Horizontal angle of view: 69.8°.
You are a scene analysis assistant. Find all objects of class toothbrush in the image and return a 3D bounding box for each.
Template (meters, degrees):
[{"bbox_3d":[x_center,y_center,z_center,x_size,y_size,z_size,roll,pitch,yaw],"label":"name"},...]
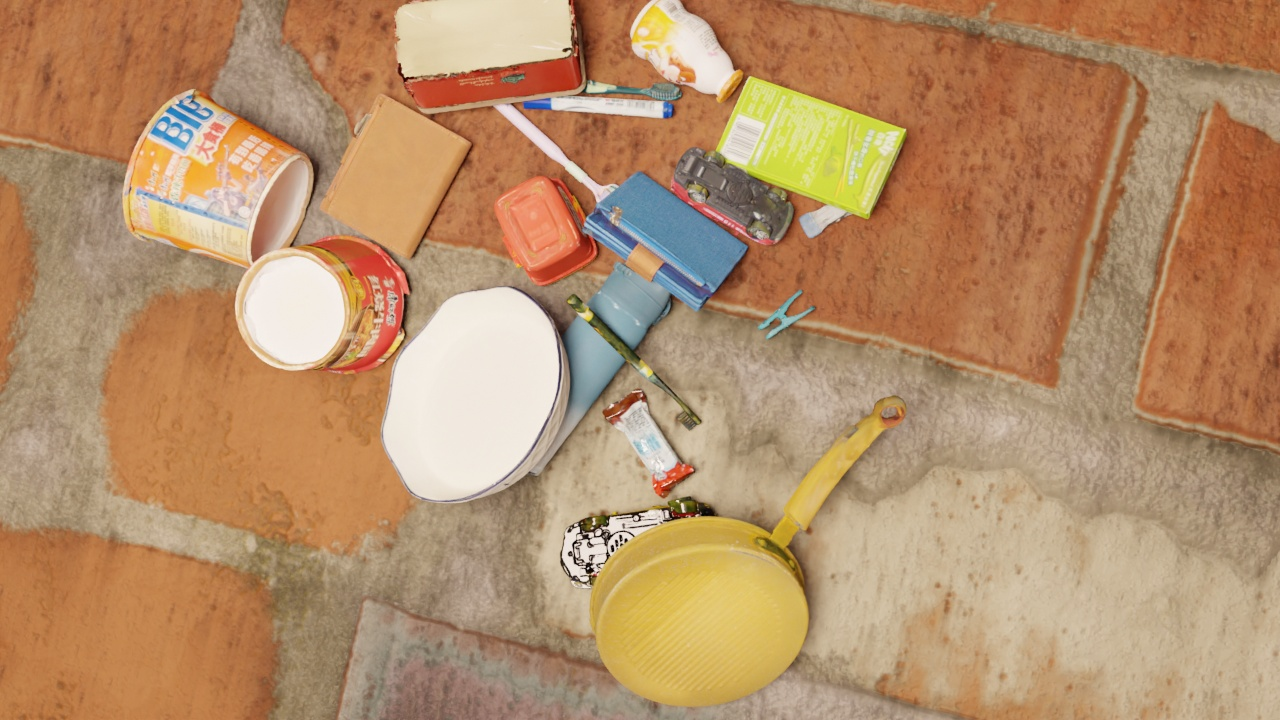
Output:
[{"bbox_3d":[-0.096,-0.215,0.890,0.189,0.021,0.029,41,63,6],"label":"toothbrush"},{"bbox_3d":[-0.005,0.005,0.841,0.017,0.012,0.186,-41,118,9],"label":"toothbrush"},{"bbox_3d":[-0.055,-0.267,0.888,0.192,0.018,0.016,6,80,5],"label":"toothbrush"}]

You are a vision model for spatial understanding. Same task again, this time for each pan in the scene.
[{"bbox_3d":[0.106,0.168,0.815,0.197,0.078,0.358,38,109,-22],"label":"pan"}]

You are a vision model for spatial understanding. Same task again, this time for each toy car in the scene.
[{"bbox_3d":[0.001,0.173,0.869,0.156,0.041,0.071,-10,79,0],"label":"toy car"},{"bbox_3d":[0.085,-0.152,0.858,0.120,0.045,0.052,30,71,-4],"label":"toy car"}]

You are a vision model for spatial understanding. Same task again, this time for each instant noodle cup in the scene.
[{"bbox_3d":[-0.302,-0.050,0.859,0.138,0.108,0.138,1,96,8],"label":"instant noodle cup"},{"bbox_3d":[-0.386,-0.160,0.859,0.111,0.151,0.151,23,92,-3],"label":"instant noodle cup"}]

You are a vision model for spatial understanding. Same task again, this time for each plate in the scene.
[{"bbox_3d":[-0.148,0.033,0.842,0.205,0.045,0.204,-12,65,27],"label":"plate"}]

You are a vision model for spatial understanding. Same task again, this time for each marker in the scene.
[{"bbox_3d":[-0.041,-0.247,0.887,0.146,0.017,0.017,5,90,5],"label":"marker"}]

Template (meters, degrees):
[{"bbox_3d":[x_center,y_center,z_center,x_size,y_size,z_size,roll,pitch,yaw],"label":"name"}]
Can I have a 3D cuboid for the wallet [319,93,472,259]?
[{"bbox_3d":[-0.242,-0.181,0.899,0.108,0.031,0.132,28,93,1],"label":"wallet"}]

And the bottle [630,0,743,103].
[{"bbox_3d":[0.044,-0.287,0.856,0.108,0.063,0.063,40,93,5],"label":"bottle"}]

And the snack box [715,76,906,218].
[{"bbox_3d":[0.156,-0.198,0.851,0.156,0.026,0.086,24,92,16],"label":"snack box"}]

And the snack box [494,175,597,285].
[{"bbox_3d":[-0.093,-0.123,0.860,0.082,0.080,0.091,-28,88,5],"label":"snack box"}]

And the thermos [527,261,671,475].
[{"bbox_3d":[-0.055,0.006,0.866,0.070,0.070,0.220,39,93,4],"label":"thermos"}]

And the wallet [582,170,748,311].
[{"bbox_3d":[0.025,-0.113,0.848,0.133,0.106,0.040,35,135,5],"label":"wallet"}]

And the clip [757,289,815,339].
[{"bbox_3d":[0.137,-0.043,0.873,0.056,0.014,0.041,-36,87,3],"label":"clip"}]

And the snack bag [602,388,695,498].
[{"bbox_3d":[0.008,0.079,0.875,0.045,0.026,0.105,-35,77,2],"label":"snack bag"}]

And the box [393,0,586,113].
[{"bbox_3d":[-0.141,-0.296,0.855,0.168,0.079,0.091,-7,75,3],"label":"box"}]

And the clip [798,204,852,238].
[{"bbox_3d":[0.178,-0.138,0.865,0.057,0.028,0.024,-27,83,14],"label":"clip"}]
